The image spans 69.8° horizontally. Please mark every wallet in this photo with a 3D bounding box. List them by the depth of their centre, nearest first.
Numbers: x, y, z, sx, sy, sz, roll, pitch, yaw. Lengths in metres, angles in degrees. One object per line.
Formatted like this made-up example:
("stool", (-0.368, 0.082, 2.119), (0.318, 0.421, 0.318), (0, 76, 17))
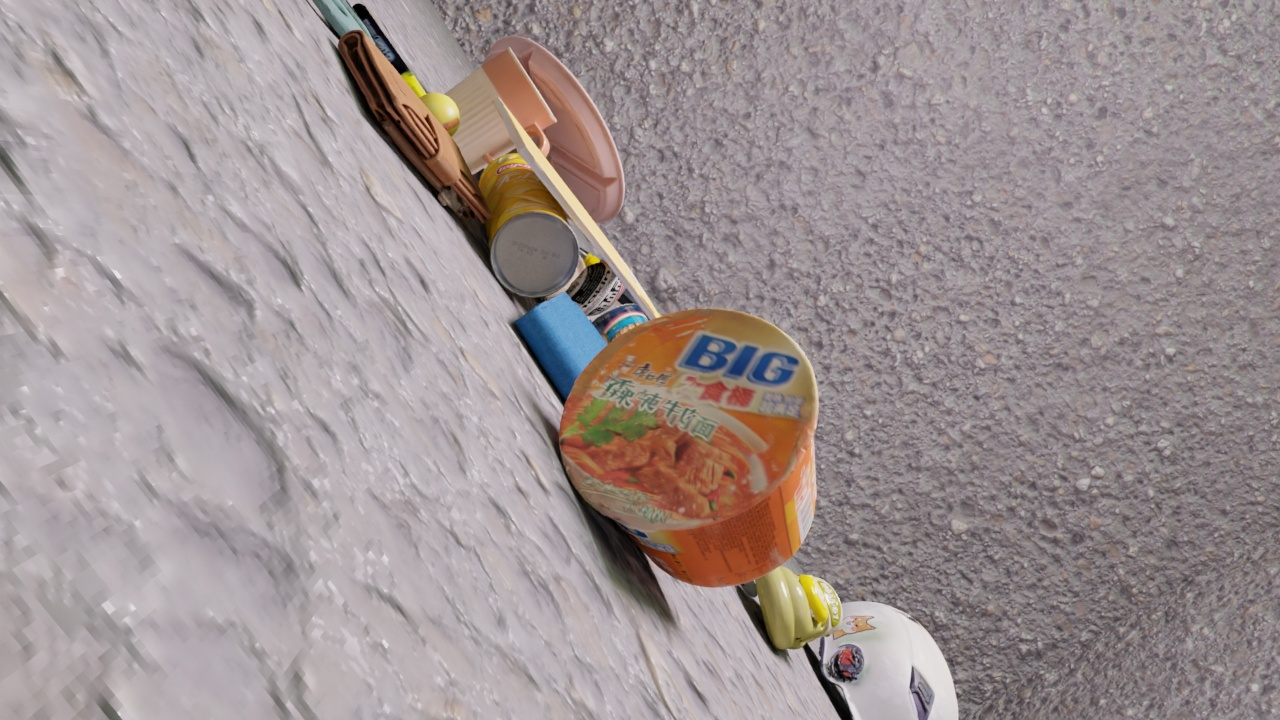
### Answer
("wallet", (-0.163, -0.168, 0.674), (0.107, 0.031, 0.132), (58, 4, 37))
("wallet", (-0.040, 0.014, 0.689), (0.133, 0.040, 0.106), (57, 12, -4))

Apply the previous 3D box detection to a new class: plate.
("plate", (-0.105, -0.248, 1.024), (0.229, 0.028, 0.230), (42, -23, 22))

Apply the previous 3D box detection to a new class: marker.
("marker", (-0.223, -0.269, 0.833), (0.124, 0.018, 0.015), (56, -2, -5))

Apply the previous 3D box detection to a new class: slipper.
("slipper", (0.171, 0.260, 0.984), (0.190, 0.082, 0.091), (59, 14, -65))

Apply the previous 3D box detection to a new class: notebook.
("notebook", (-0.051, -0.123, 0.779), (0.206, 0.010, 0.145), (50, 6, -34))

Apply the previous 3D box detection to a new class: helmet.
("helmet", (0.344, 0.438, 1.253), (0.230, 0.157, 0.274), (55, 4, -22))

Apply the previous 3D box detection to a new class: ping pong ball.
("ping pong ball", (-0.172, -0.205, 0.772), (0.040, 0.040, 0.040), (57, 4, -6))

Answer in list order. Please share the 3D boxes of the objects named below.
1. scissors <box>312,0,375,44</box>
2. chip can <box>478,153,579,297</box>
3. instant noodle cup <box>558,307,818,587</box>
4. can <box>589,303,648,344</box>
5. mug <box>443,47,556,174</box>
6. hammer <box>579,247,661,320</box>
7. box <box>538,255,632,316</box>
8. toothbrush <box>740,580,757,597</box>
("scissors", (-0.223, -0.254, 0.695), (0.185, 0.019, 0.129), (56, 4, 1))
("chip can", (-0.100, -0.121, 0.790), (0.072, 0.072, 0.213), (55, 4, -27))
("instant noodle cup", (0.039, 0.060, 0.557), (0.151, 0.151, 0.111), (60, -3, 41))
("can", (-0.006, 0.005, 0.933), (0.111, 0.075, 0.075), (58, 4, 19))
("mug", (-0.141, -0.231, 0.903), (0.114, 0.106, 0.081), (58, 4, 15))
("hammer", (-0.049, -0.103, 1.079), (0.323, 0.032, 0.126), (43, 6, -1))
("box", (-0.068, -0.083, 0.912), (0.087, 0.076, 0.162), (36, 13, 6))
("toothbrush", (0.071, 0.174, 0.986), (0.191, 0.016, 0.018), (57, 13, 2))
